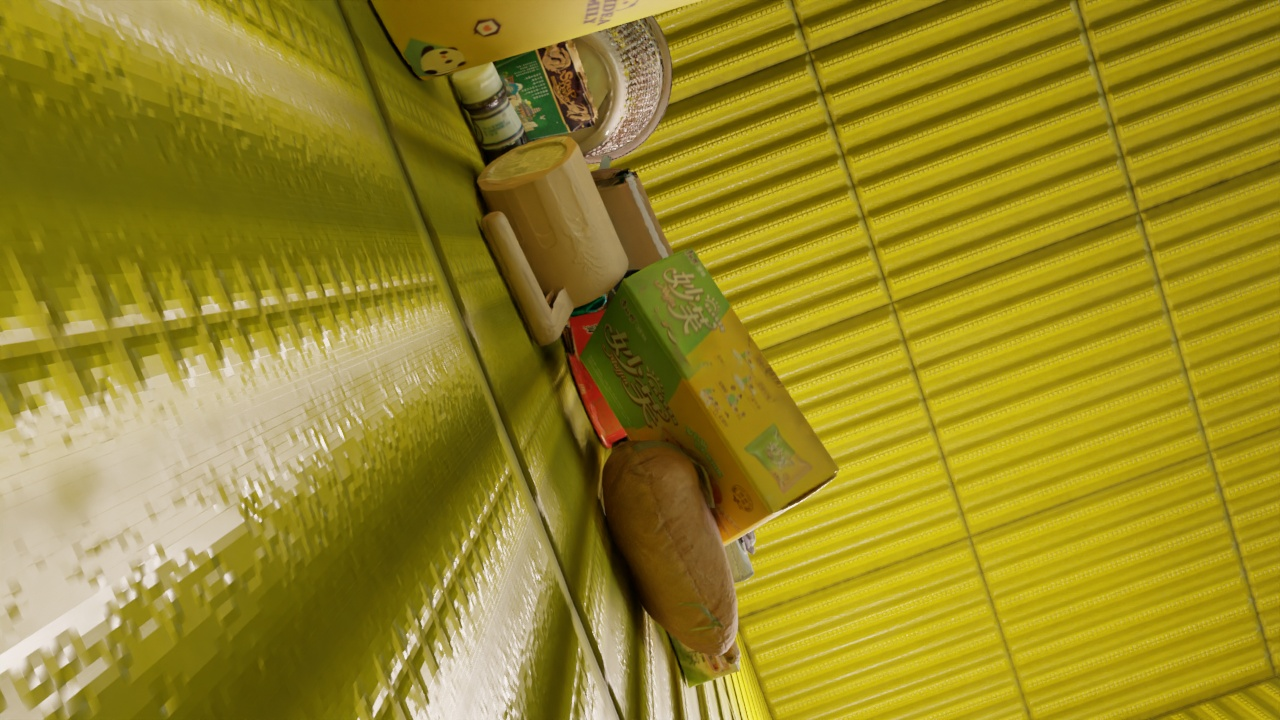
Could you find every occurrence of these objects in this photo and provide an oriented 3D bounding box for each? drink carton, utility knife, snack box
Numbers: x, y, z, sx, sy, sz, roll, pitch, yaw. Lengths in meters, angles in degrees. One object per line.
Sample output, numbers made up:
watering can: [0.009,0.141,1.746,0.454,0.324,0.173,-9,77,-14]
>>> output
drink carton: [0.048,0.235,0.849,0.045,0.053,0.122,-38,109,-84]
utility knife: [-0.066,-0.184,1.162,0.034,0.018,0.188,55,-39,29]
snack box: [-0.114,-0.286,0.920,0.117,0.105,0.118,-111,-179,-46]
snack box: [0.045,0.039,0.737,0.210,0.069,0.158,57,-26,11]

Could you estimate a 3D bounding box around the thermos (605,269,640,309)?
thermos: [-0.005,-0.024,0.998,0.093,0.093,0.143,-108,-163,-50]

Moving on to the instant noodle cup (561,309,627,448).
instant noodle cup: [-0.005,0.005,0.896,0.138,0.108,0.138,-16,86,-89]

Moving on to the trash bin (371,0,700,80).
trash bin: [-0.050,-0.302,0.556,0.229,0.255,0.229,-18,87,-88]

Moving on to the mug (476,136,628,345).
mug: [-0.070,-0.089,0.669,0.124,0.084,0.103,-67,143,-46]

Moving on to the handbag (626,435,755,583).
handbag: [0.061,0.141,1.022,0.145,0.098,0.197,-54,127,-83]

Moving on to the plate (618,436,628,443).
plate: [0.001,0.111,1.069,0.179,0.024,0.179,-17,89,-78]

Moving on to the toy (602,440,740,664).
toy: [0.034,0.167,0.711,0.143,0.082,0.226,-116,-174,-70]

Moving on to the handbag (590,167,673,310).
handbag: [-0.034,-0.125,1.088,0.099,0.148,0.204,-34,101,-43]

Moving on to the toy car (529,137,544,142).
toy car: [-0.118,-0.206,0.941,0.034,0.043,0.090,28,32,-31]

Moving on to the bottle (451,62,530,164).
bottle: [-0.105,-0.161,0.787,0.079,0.044,0.195,-108,177,-50]

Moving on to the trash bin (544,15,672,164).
trash bin: [-0.082,-0.332,1.097,0.191,0.228,0.227,-72,144,-66]

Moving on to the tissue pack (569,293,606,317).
tissue pack: [-0.074,-0.105,0.980,0.093,0.050,0.133,-90,160,-88]
